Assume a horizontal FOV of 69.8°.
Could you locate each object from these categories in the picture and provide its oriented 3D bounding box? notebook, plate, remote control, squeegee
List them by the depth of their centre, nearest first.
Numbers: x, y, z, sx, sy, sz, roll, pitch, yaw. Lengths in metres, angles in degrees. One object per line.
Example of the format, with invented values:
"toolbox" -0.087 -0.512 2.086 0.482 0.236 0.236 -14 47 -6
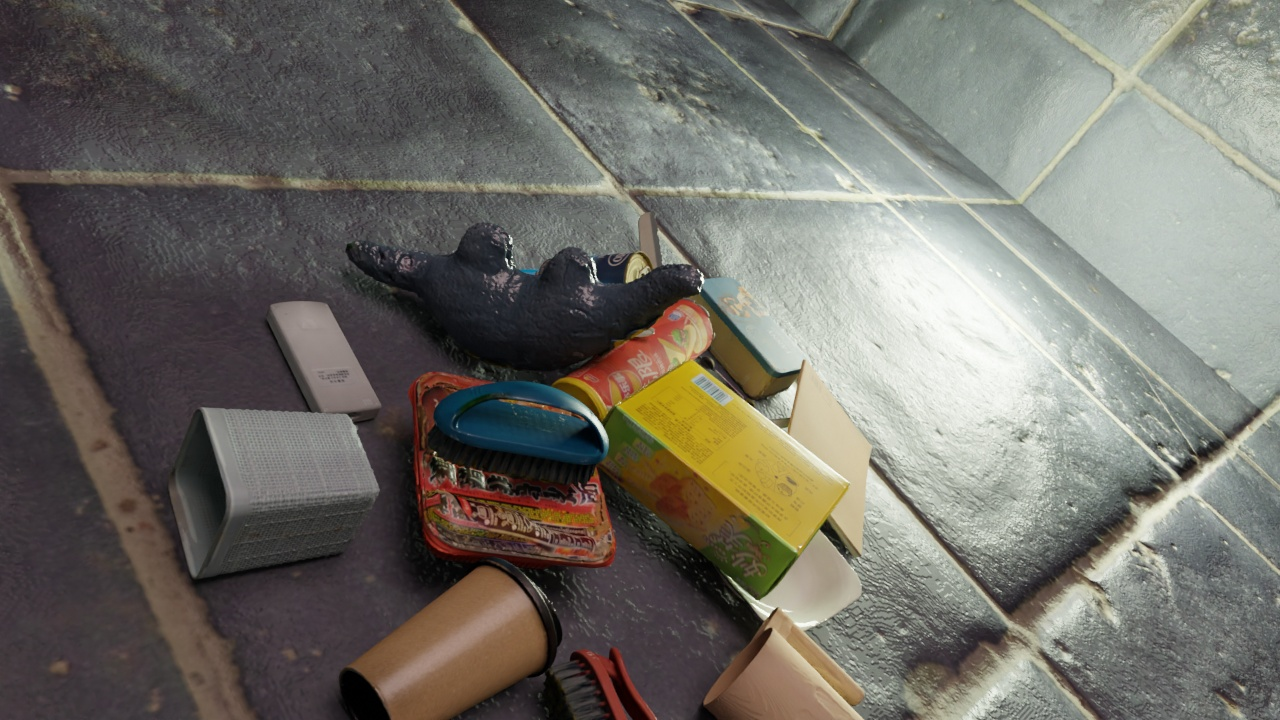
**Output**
"remote control" -0.279 0.000 0.805 0.056 0.019 0.135 -6 50 -45
"plate" 0.123 0.192 0.895 0.164 0.034 0.163 -7 51 -46
"notebook" 0.218 0.105 1.056 0.149 0.012 0.210 52 30 -15
"squeegee" -0.082 -0.084 1.068 0.246 0.039 0.246 6 60 -26

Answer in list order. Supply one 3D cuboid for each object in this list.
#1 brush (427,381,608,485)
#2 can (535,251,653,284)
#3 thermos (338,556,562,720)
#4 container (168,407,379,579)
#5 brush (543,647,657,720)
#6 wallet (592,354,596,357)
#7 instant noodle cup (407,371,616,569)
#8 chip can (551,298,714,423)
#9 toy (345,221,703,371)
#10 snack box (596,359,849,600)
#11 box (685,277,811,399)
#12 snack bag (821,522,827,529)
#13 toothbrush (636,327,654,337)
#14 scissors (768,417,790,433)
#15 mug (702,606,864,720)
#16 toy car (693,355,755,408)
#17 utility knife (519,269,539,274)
"brush" -0.088 0.051 0.709 0.143 0.074 0.055 13 30 -25
"can" -0.048 -0.074 0.974 0.111 0.075 0.075 -1 22 26
"thermos" -0.126 0.200 0.626 0.093 0.093 0.142 46 43 18
"container" -0.257 0.091 0.649 0.111 0.090 0.090 3 44 -44
"brush" -0.017 0.270 0.648 0.069 0.063 0.145 -5 47 -29
"wallet" -0.015 -0.034 1.039 0.096 0.020 0.122 5 63 -27
"instant noodle cup" -0.116 0.100 0.763 0.164 0.079 0.188 14 39 -29
"chip can" -0.006 0.006 0.956 0.073 0.073 0.215 41 43 10
"toy" -0.117 -0.056 0.895 0.356 0.138 0.091 9 35 11
"snack box" 0.077 0.105 0.871 0.210 0.070 0.157 39 32 14
"box" 0.134 -0.026 1.162 0.089 0.059 0.184 -13 54 -48
"snack bag" 0.157 0.148 0.988 0.105 0.026 0.045 46 36 20
"toothbrush" -0.076 -0.041 0.952 0.188 0.017 0.016 6 28 14
"scissors" 0.124 0.067 1.029 0.168 0.012 0.146 -34 92 -36
"mug" 0.125 0.274 0.748 0.103 0.084 0.124 43 35 9
"toy car" 0.088 0.044 1.053 0.122 0.037 0.056 44 38 -9
"utility knife" -0.172 -0.083 0.984 0.166 0.018 0.034 -1 69 -25
